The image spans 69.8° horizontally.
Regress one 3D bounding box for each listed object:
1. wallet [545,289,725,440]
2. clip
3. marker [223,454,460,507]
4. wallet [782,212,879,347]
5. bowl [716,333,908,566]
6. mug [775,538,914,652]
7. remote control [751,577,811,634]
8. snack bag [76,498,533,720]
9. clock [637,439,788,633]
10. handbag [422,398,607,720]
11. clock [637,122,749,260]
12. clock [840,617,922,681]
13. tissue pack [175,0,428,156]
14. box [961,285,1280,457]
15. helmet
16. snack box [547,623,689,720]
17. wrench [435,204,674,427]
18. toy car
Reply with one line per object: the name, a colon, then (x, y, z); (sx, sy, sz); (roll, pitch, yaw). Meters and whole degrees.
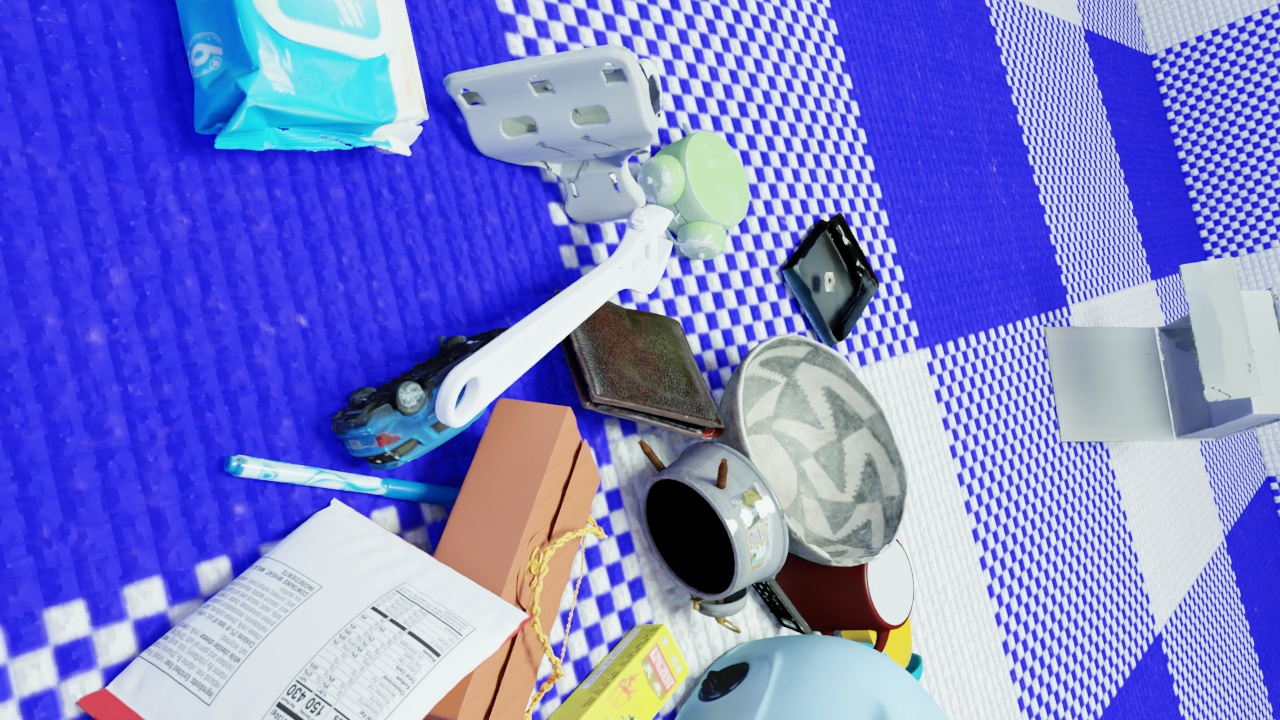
wallet: (-0.004, 0.004, 0.623); (0.119, 0.031, 0.099); (16, 39, -40)
clip: (-0.042, -0.153, 0.599); (0.144, 0.125, 0.075); (43, 50, -62)
marker: (-0.150, 0.066, 0.489); (0.141, 0.013, 0.013); (17, 66, -42)
wallet: (0.179, -0.077, 0.865); (0.089, 0.026, 0.114); (58, 45, -16)
bowl: (0.116, 0.074, 0.695); (0.178, 0.081, 0.178); (21, 55, -33)
mug: (0.165, 0.192, 0.727); (0.073, 0.083, 0.105); (-5, 81, -47)
remote control: (0.084, 0.156, 0.692); (0.009, 0.030, 0.140); (-45, 112, -23)
snack bag: (-0.142, 0.131, 0.408); (0.143, 0.131, 0.039); (-44, 151, -44)
clock: (0.050, 0.122, 0.623); (0.056, 0.104, 0.148); (-23, 110, -38)
handbag: (-0.065, 0.124, 0.509); (0.109, 0.060, 0.171); (72, 30, -53)
clock: (0.044, -0.135, 0.731); (0.094, 0.043, 0.119); (51, 48, -22)
clock: (0.203, 0.237, 0.782); (0.099, 0.044, 0.129); (25, 53, -44)
tissue pack: (-0.190, -0.211, 0.495); (0.116, 0.066, 0.209); (-6, 80, -48)
box: (0.638, 0.025, 1.235); (0.171, 0.381, 0.167); (27, 58, -57)
helmet: (0.133, 0.297, 0.607); (0.225, 0.167, 0.264); (51, 37, -9)
snack box: (-0.026, 0.221, 0.559); (0.147, 0.029, 0.040); (-36, 105, -46)
wrench: (-0.039, -0.033, 0.553); (0.272, 0.018, 0.066); (-45, 152, -53)
toy car: (-0.114, 0.019, 0.514); (0.119, 0.056, 0.043); (-39, 113, -42)
